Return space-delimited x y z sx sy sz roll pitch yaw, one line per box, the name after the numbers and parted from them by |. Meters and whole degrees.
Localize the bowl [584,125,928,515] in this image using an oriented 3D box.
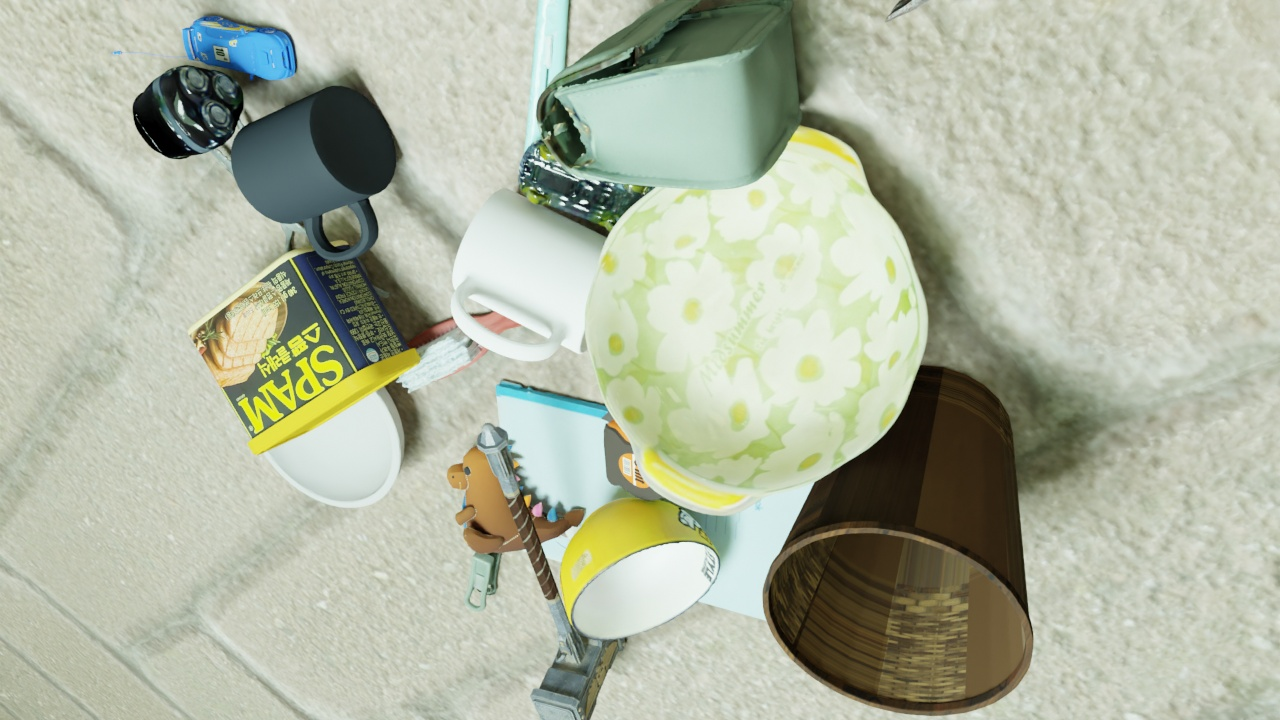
0.066 -0.021 0.529 0.188 0.060 0.219 20 97 18 | bowl

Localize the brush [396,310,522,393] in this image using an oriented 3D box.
-0.122 -0.017 0.670 0.173 0.030 0.041 -24 111 35 | brush

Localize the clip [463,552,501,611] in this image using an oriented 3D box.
-0.142 0.196 0.830 0.023 0.042 0.076 24 130 10 | clip

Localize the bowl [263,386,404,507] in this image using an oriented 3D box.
-0.254 0.049 0.765 0.150 0.043 0.150 9 117 18 | bowl

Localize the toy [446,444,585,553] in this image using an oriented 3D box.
-0.099 0.107 0.731 0.103 0.070 0.090 -8 108 5 | toy

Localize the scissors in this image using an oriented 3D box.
-0.254 -0.103 0.682 0.158 0.014 0.142 21 132 10 | scissors

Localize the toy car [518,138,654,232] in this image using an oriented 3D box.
-0.031 -0.107 0.564 0.089 0.027 0.039 21 128 -7 | toy car

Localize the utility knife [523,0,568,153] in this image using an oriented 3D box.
-0.051 -0.193 0.524 0.022 0.015 0.166 5 126 -6 | utility knife

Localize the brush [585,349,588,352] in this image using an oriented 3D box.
-0.004 0.004 0.638 0.136 0.015 0.050 23 129 9 | brush

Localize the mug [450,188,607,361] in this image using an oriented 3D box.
-0.069 -0.045 0.572 0.090 0.110 0.074 27 138 6 | mug

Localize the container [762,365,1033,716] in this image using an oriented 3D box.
0.155 0.090 0.525 0.132 0.166 0.132 12 127 17 | container

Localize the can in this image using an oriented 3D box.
-0.246 -0.010 0.668 0.135 0.075 0.104 -29 93 25 | can

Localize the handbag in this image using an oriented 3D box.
0.020 -0.138 0.458 0.106 0.121 0.067 4 124 22 | handbag

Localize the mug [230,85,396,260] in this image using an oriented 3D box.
-0.209 -0.118 0.607 0.078 0.071 0.105 -11 104 30 | mug

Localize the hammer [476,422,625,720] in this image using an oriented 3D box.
-0.073 0.163 0.699 0.044 0.098 0.322 7 133 21 | hammer

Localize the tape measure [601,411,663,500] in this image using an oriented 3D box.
0.006 0.066 0.653 0.059 0.038 0.058 18 128 30 | tape measure

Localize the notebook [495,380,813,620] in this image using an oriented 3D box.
0.008 0.115 0.714 0.254 0.009 0.181 12 127 17 | notebook

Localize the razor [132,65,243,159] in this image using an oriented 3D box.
-0.310 -0.168 0.624 0.141 0.063 0.053 14 137 55 | razor

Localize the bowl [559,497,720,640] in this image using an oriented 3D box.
-0.007 0.145 0.679 0.117 0.067 0.117 -16 137 -15 | bowl

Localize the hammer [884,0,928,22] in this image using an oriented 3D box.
0.042 -0.280 0.406 0.314 0.034 0.138 32 130 2 | hammer

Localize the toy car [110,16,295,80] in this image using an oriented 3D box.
-0.282 -0.198 0.595 0.092 0.061 0.033 16 128 14 | toy car
